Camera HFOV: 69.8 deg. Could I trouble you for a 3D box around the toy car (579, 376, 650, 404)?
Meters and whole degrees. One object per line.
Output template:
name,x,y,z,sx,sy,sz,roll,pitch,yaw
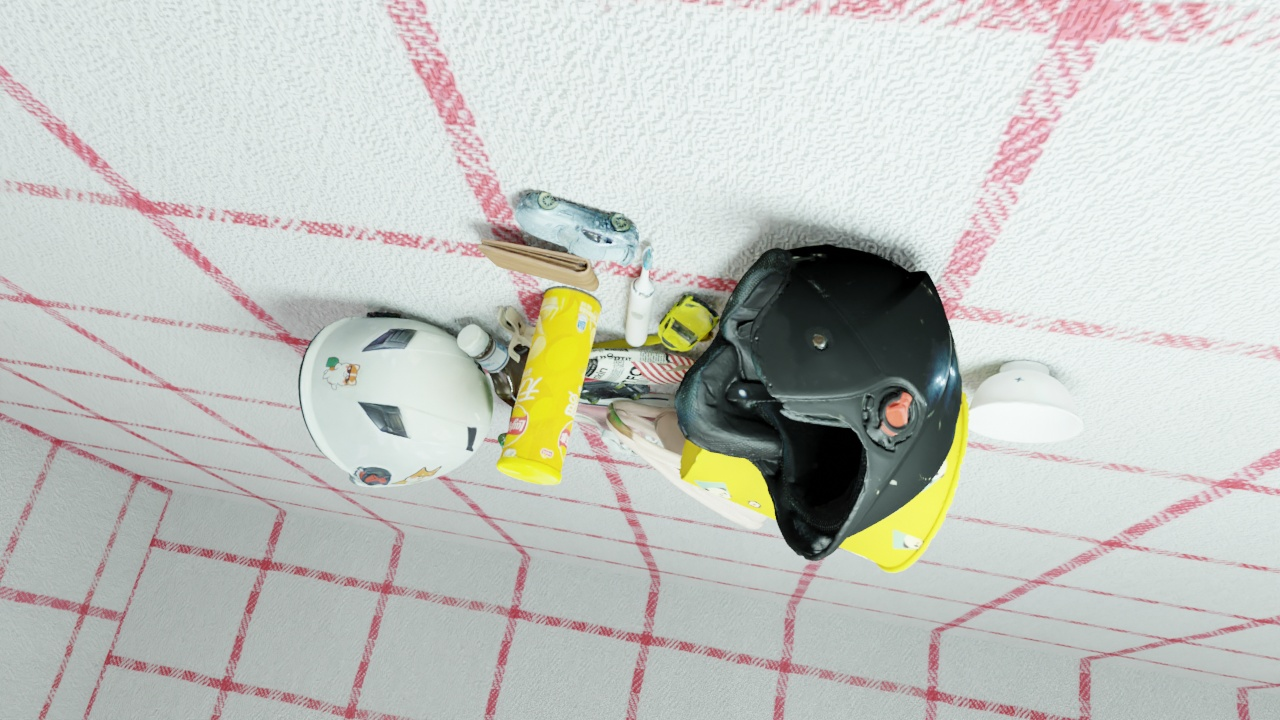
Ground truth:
toy car,-0.042,0.028,1.224,0.121,0.045,0.053,-8,150,31

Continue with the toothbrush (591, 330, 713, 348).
toothbrush,0.009,-0.022,1.111,0.191,0.015,0.016,-8,158,41

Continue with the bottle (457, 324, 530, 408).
bottle,-0.168,0.015,1.212,0.044,0.079,0.195,-2,151,32

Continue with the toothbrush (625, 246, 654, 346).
toothbrush,0.001,-0.067,0.985,0.027,0.026,0.221,3,159,-3

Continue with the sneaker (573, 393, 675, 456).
sneaker,-0.010,0.095,1.312,0.241,0.087,0.118,8,159,-2

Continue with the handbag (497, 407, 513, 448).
handbag,-0.162,0.086,1.324,0.068,0.131,0.120,-9,148,23

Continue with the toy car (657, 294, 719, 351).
toy car,0.049,-0.037,1.010,0.048,0.032,0.105,35,154,-4

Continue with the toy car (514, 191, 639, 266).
toy car,-0.060,-0.122,0.865,0.120,0.036,0.054,18,159,-8

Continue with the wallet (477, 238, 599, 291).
wallet,-0.102,-0.098,0.942,0.115,0.020,0.101,13,175,4

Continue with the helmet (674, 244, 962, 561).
helmet,0.170,0.029,0.816,0.230,0.274,0.234,-11,170,-15

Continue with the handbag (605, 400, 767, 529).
handbag,0.059,0.112,1.182,0.234,0.093,0.193,20,-165,-21

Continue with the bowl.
bowl,0.409,0.039,0.983,0.118,0.064,0.118,10,158,4

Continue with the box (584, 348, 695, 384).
box,-0.006,0.010,1.112,0.164,0.052,0.069,5,153,-13

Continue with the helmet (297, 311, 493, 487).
helmet,-0.285,0.048,1.180,0.157,0.229,0.274,-8,160,21

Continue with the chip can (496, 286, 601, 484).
chip can,-0.099,0.028,1.020,0.072,0.213,0.072,11,159,4

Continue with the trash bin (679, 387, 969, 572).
trash bin,0.193,0.086,1.026,0.255,0.229,0.230,19,159,-3

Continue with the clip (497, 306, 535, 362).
clip,-0.156,-0.030,1.155,0.102,0.035,0.095,33,150,-34
